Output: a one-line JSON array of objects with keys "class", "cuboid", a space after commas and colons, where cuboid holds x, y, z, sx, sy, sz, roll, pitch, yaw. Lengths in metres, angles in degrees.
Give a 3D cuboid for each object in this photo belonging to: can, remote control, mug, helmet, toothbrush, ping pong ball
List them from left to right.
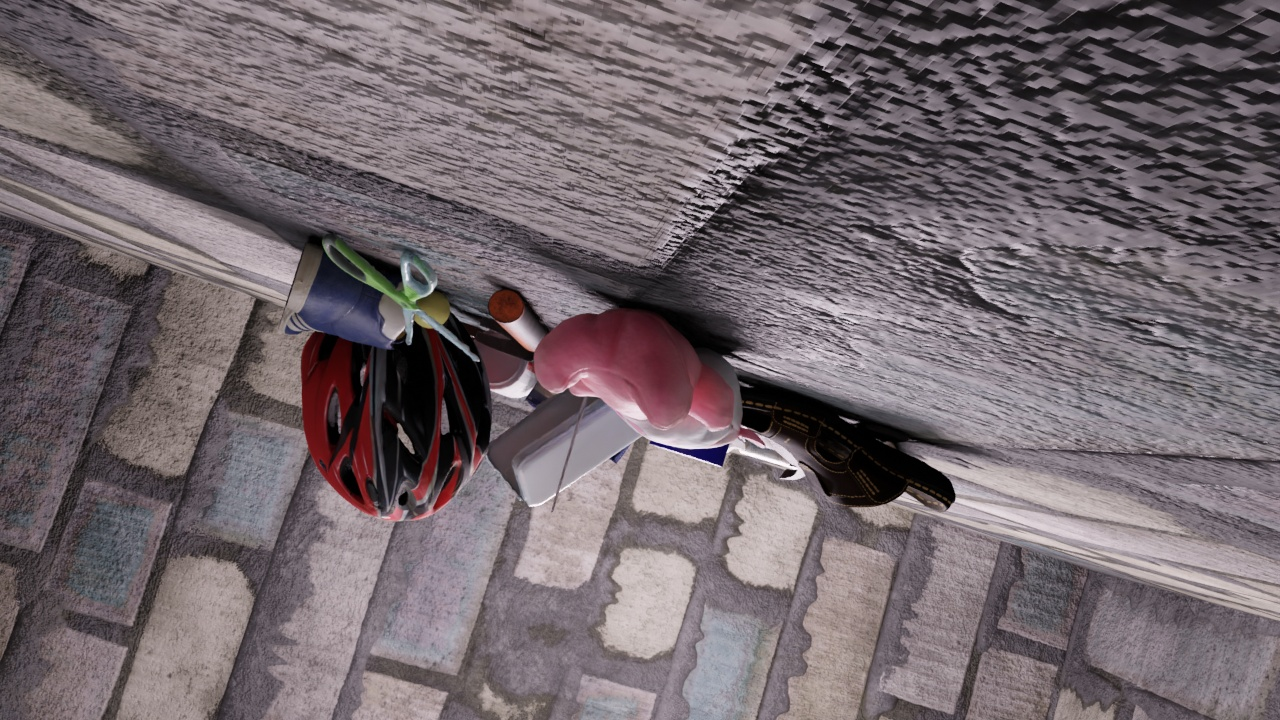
[{"class": "helmet", "cuboid": [-0.265, 0.055, 1.045, 0.167, 0.272, 0.216, 2, -166, 41]}, {"class": "ping pong ball", "cuboid": [-0.218, -0.053, 0.952, 0.040, 0.040, 0.040, 18, 175, 2]}, {"class": "can", "cuboid": [-0.173, 0.006, 1.201, 0.078, 0.078, 0.136, 17, 175, 7]}, {"class": "toothbrush", "cuboid": [-0.061, 0.070, 0.937, 0.010, 0.181, 0.010, 16, -179, -18]}, {"class": "mug", "cuboid": [0.046, 0.054, 0.945, 0.111, 0.083, 0.079, 21, 174, -28]}, {"class": "can", "cuboid": [0.199, 0.117, 1.236, 0.136, 0.054, 0.054, 14, 174, 29]}, {"class": "remote control", "cuboid": [0.236, 0.075, 0.934, 0.046, 0.009, 0.124, 18, 174, 1]}]

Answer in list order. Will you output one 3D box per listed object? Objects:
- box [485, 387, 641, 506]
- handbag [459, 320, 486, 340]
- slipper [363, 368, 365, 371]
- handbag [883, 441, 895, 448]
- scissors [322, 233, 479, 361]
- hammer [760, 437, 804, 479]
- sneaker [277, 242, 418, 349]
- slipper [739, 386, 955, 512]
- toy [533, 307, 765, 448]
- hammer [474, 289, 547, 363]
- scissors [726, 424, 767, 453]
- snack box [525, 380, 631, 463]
[{"class": "box", "cuboid": [-0.090, 0.074, 1.118, 0.124, 0.215, 0.107, 38, 150, 39]}, {"class": "handbag", "cuboid": [-0.284, -0.039, 1.282, 0.166, 0.063, 0.139, 27, 154, -36]}, {"class": "slipper", "cuboid": [-0.331, -0.014, 1.219, 0.103, 0.059, 0.249, 27, 151, -20]}, {"class": "handbag", "cuboid": [0.207, 0.097, 1.103, 0.198, 0.062, 0.175, 25, 177, 20]}, {"class": "scissors", "cuboid": [-0.200, -0.051, 0.792, 0.171, 0.023, 0.168, 40, 146, -25]}, {"class": "hammer", "cuboid": [0.080, 0.063, 1.098, 0.323, 0.033, 0.115, 18, 151, 49]}, {"class": "sneaker", "cuboid": [-0.296, -0.059, 0.941, 0.118, 0.091, 0.233, 17, 167, -21]}, {"class": "slipper", "cuboid": [0.188, 0.098, 0.894, 0.267, 0.075, 0.113, 27, 172, -16]}, {"class": "toy", "cuboid": [0.016, 0.019, 0.704, 0.142, 0.084, 0.213, 18, 173, 27]}, {"class": "hammer", "cuboid": [-0.121, -0.031, 0.913, 0.138, 0.035, 0.314, 18, 174, 3]}, {"class": "scissors", "cuboid": [0.092, 0.078, 1.037, 0.187, 0.015, 0.179, 32, 155, 30]}, {"class": "snack box", "cuboid": [-0.069, 0.059, 1.200, 0.150, 0.082, 0.027, 33, 171, 16]}]
